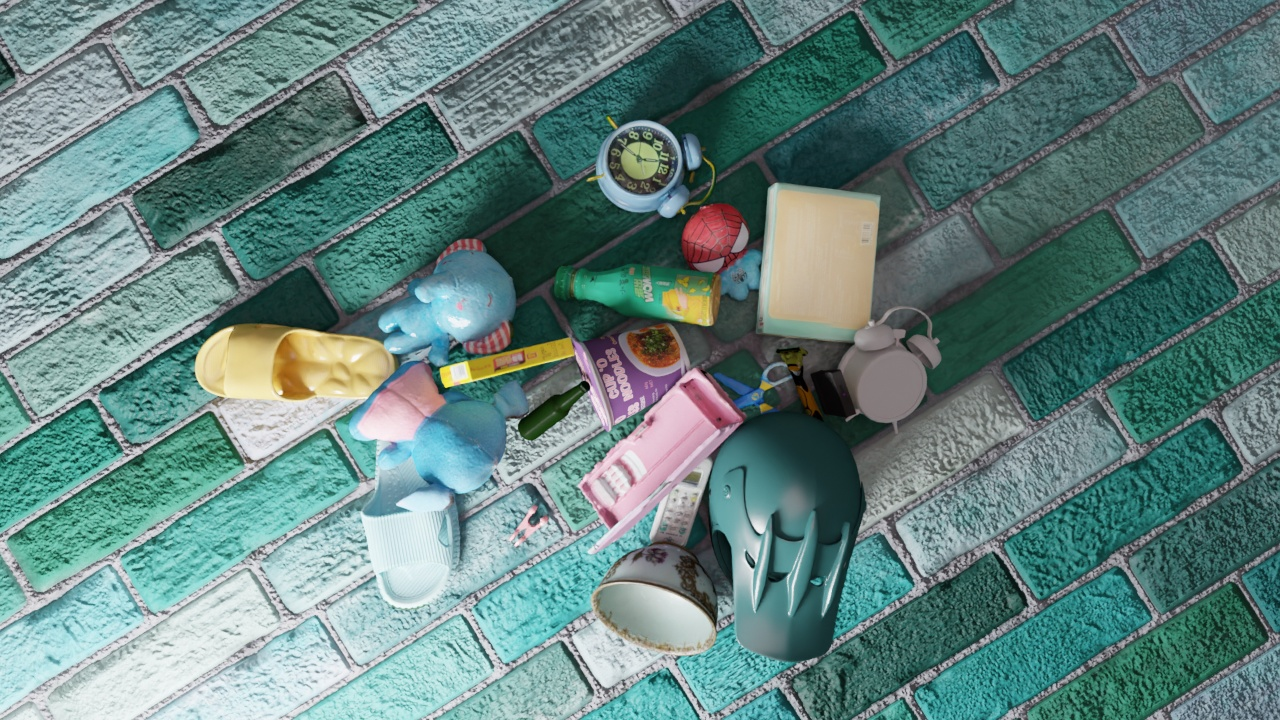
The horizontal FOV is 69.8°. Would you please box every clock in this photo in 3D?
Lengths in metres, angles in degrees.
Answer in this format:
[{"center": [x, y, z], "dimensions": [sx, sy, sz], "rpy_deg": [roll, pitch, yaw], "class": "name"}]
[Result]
[{"center": [0.018, -0.249, 1.185], "dimensions": [0.162, 0.060, 0.118], "rpy_deg": [14, 87, -3], "class": "clock"}, {"center": [0.313, 0.006, 1.160], "dimensions": [0.120, 0.061, 0.159], "rpy_deg": [14, 104, -18], "class": "clock"}]

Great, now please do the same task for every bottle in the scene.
[{"center": [-0.005, -0.089, 1.168], "dimensions": [0.210, 0.068, 0.068], "rpy_deg": [8, 89, 13], "class": "bottle"}, {"center": [-0.107, 0.061, 1.161], "dimensions": [0.123, 0.032, 0.033], "rpy_deg": [-37, 89, 34], "class": "bottle"}]

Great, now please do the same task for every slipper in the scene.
[{"center": [-0.293, 0.183, 1.174], "dimensions": [0.116, 0.069, 0.276], "rpy_deg": [-2, 88, -3], "class": "slipper"}, {"center": [-0.445, 0.003, 1.173], "dimensions": [0.263, 0.078, 0.099], "rpy_deg": [4, 87, 0], "class": "slipper"}]

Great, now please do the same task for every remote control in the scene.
[{"center": [0.238, 0.040, 1.141], "dimensions": [0.013, 0.133, 0.058], "rpy_deg": [-19, 89, -1], "class": "remote control"}, {"center": [0.051, 0.178, 1.179], "dimensions": [0.050, 0.022, 0.133], "rpy_deg": [14, 103, -14], "class": "remote control"}]

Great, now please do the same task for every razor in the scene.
[{"center": [0.217, 0.048, 1.184], "dimensions": [0.021, 0.044, 0.144], "rpy_deg": [-32, 104, -31], "class": "razor"}]

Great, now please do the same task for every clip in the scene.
[{"center": [-0.142, 0.219, 1.196], "dimensions": [0.045, 0.023, 0.060], "rpy_deg": [20, 83, 2], "class": "clip"}]

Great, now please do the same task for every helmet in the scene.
[{"center": [0.170, 0.199, 1.094], "dimensions": [0.176, 0.200, 0.274], "rpy_deg": [7, 90, -10], "class": "helmet"}]

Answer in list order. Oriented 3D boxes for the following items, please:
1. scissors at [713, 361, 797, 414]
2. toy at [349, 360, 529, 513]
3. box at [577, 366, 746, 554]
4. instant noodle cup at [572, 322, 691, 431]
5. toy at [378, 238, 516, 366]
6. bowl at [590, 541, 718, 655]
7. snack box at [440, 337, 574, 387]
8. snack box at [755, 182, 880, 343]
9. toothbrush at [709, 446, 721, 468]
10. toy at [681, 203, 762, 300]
[{"center": [0.155, 0.041, 1.201], "dimensions": [0.125, 0.016, 0.123], "rpy_deg": [28, 86, -1], "class": "scissors"}, {"center": [-0.247, 0.077, 1.137], "dimensions": [0.191, 0.099, 0.223], "rpy_deg": [34, 61, 13], "class": "toy"}, {"center": [0.009, 0.119, 1.106], "dimensions": [0.233, 0.115, 0.106], "rpy_deg": [-45, 71, 20], "class": "box"}, {"center": [-0.007, 0.007, 1.152], "dimensions": [0.121, 0.137, 0.121], "rpy_deg": [-21, 57, -10], "class": "instant noodle cup"}, {"center": [-0.247, -0.073, 1.155], "dimensions": [0.180, 0.115, 0.183], "rpy_deg": [-20, 64, -4], "class": "toy"}, {"center": [0.028, 0.285, 1.146], "dimensions": [0.160, 0.160, 0.093], "rpy_deg": [23, 48, 1], "class": "bowl"}, {"center": [-0.164, 0.002, 1.135], "dimensions": [0.152, 0.075, 0.025], "rpy_deg": [-15, 92, -37], "class": "snack box"}, {"center": [0.229, -0.123, 1.179], "dimensions": [0.141, 0.044, 0.193], "rpy_deg": [5, 90, -9], "class": "snack box"}, {"center": [0.048, 0.157, 1.196], "dimensions": [0.188, 0.018, 0.019], "rpy_deg": [-31, 99, 0], "class": "toothbrush"}, {"center": [0.108, -0.138, 1.183], "dimensions": [0.092, 0.062, 0.133], "rpy_deg": [-35, 101, 7], "class": "toy"}]
